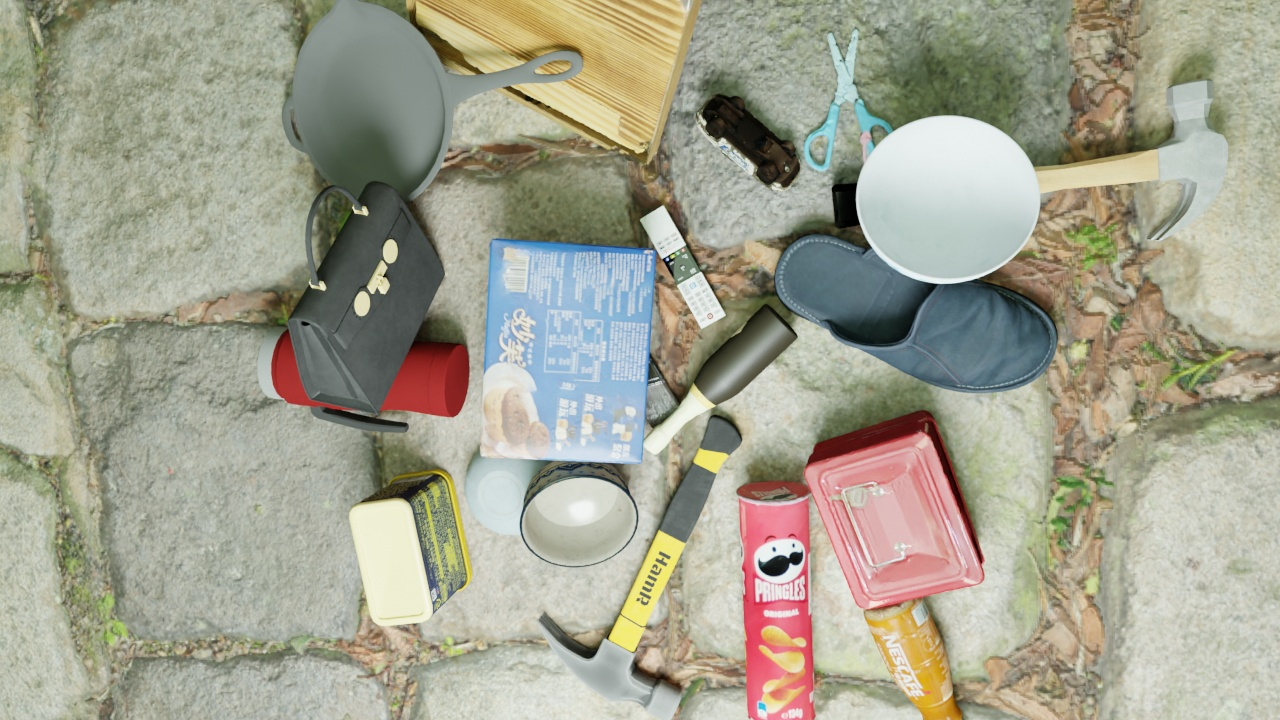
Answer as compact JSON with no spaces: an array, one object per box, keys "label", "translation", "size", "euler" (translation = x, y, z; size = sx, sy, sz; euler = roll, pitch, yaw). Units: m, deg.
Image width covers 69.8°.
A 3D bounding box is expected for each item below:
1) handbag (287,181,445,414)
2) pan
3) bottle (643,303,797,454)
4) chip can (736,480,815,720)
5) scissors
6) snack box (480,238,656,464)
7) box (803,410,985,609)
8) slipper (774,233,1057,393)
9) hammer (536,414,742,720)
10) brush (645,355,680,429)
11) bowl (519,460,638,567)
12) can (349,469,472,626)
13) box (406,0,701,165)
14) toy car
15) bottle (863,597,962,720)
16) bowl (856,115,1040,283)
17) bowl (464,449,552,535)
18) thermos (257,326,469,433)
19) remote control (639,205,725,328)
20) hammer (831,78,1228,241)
[{"label":"handbag","translation":[-0.263,-0.081,0.837],"size":[0.072,0.196,0.175],"euler":[11,57,9]},{"label":"pan","translation":[-0.208,-0.256,0.890],"size":[0.355,0.024,0.216],"euler":[-3,105,26]},{"label":"bottle","translation":[0.072,0.024,0.896],"size":[0.185,0.045,0.045],"euler":[-45,88,12]},{"label":"chip can","translation":[0.135,0.240,0.904],"size":[0.073,0.073,0.233],"euler":[-1,98,11]},{"label":"scissors","translation":[0.181,-0.239,0.861],"size":[0.095,0.015,0.142],"euler":[-19,88,13]},{"label":"snack box","translation":[-0.069,-0.009,0.878],"size":[0.155,0.069,0.203],"euler":[3,95,-6]},{"label":"box","translation":[0.240,0.139,0.865],"size":[0.130,0.097,0.157],"euler":[-19,97,17]},{"label":"slipper","translation":[0.250,-0.041,0.836],"size":[0.265,0.083,0.109],"euler":[22,99,6]},{"label":"hammer","translation":[0.017,0.203,0.944],"size":[0.170,0.034,0.325],"euler":[26,100,8]},{"label":"brush","translation":[-0.006,0.005,0.927],"size":[0.039,0.012,0.151],"euler":[-31,92,12]},{"label":"bowl","translation":[-0.063,0.142,0.911],"size":[0.115,0.059,0.116],"euler":[-4,121,-7]},{"label":"can","translation":[-0.237,0.193,0.952],"size":[0.075,0.104,0.135],"euler":[-9,96,12]},{"label":"box","translation":[-0.035,-0.404,0.825],"size":[0.279,0.285,0.337],"euler":[30,144,4]},{"label":"toy car","translation":[0.101,-0.202,0.863],"size":[0.113,0.041,0.048],"euler":[41,63,-3]},{"label":"bottle","translation":[0.274,0.303,0.892],"size":[0.059,0.059,0.167],"euler":[-24,96,13]},{"label":"bowl","translation":[0.255,-0.126,0.782],"size":[0.144,0.074,0.143],"euler":[-2,77,8]},{"label":"bowl","translation":[-0.138,0.136,0.958],"size":[0.106,0.039,0.106],"euler":[2,98,11]},{"label":"thermos","translation":[-0.284,0.022,0.952],"size":[0.199,0.083,0.108],"euler":[6,116,8]},{"label":"remote control","translation":[0.042,-0.092,0.905],"size":[0.028,0.011,0.124],"euler":[-29,92,13]},{"label":"hammer","translation":[0.341,-0.160,0.826],"size":[0.328,0.039,0.131],"euler":[-6,98,12]}]
